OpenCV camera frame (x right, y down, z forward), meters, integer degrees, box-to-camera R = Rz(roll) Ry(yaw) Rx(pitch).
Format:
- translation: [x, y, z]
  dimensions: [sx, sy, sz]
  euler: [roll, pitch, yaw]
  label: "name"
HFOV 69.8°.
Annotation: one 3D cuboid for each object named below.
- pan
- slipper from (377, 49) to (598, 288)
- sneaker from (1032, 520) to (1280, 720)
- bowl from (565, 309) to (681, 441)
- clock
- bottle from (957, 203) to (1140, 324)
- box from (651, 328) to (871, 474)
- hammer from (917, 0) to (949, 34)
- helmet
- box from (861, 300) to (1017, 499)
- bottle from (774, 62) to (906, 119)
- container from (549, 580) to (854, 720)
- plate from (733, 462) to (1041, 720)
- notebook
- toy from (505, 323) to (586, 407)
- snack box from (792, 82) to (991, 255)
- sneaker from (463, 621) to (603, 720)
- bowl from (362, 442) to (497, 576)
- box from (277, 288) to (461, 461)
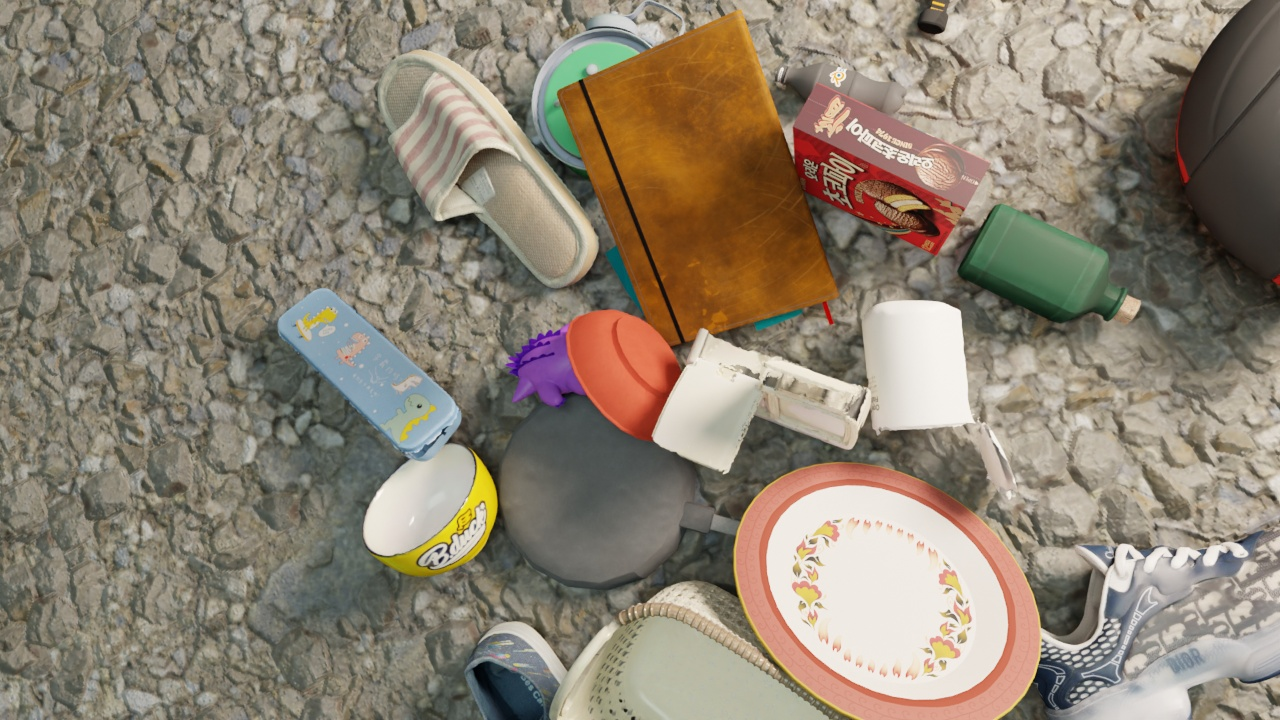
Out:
- translation: [0.042, 0.130, 0.770]
  dimensions: [0.357, 0.041, 0.178]
  euler: [14, 87, 12]
  label: "pan"
- translation: [-0.146, -0.165, 0.812]
  dimensions: [0.263, 0.052, 0.115]
  euler: [46, 128, 8]
  label: "slipper"
- translation: [0.388, 0.177, 0.677]
  dimensions: [0.269, 0.103, 0.132]
  euler: [-40, 72, 8]
  label: "sneaker"
- translation: [-0.004, 0.004, 0.746]
  dimensions: [0.035, 0.121, 0.122]
  euler: [-37, 78, 27]
  label: "bowl"
- translation: [-0.019, -0.237, 0.798]
  dimensions: [0.122, 0.075, 0.161]
  euler: [32, 94, 12]
  label: "clock"
- translation: [0.326, -0.067, 0.724]
  dimensions: [0.131, 0.061, 0.061]
  euler: [29, 93, 12]
  label: "bottle"
- translation: [0.092, 0.038, 0.699]
  dimensions: [0.145, 0.185, 0.095]
  euler: [20, 97, 19]
  label: "box"
- translation: [0.124, -0.371, 0.809]
  dimensions: [0.321, 0.036, 0.123]
  euler: [12, 86, 9]
  label: "hammer"
- translation: [0.483, -0.180, 0.653]
  dimensions: [0.170, 0.164, 0.265]
  euler: [31, 101, 23]
  label: "helmet"
- translation: [0.236, 0.033, 0.724]
  dimensions: [0.112, 0.084, 0.162]
  euler: [-2, 86, 3]
  label: "box"
- translation: [0.169, -0.231, 0.783]
  dimensions: [0.110, 0.036, 0.036]
  euler: [20, 88, 12]
  label: "bottle"
- translation: [0.068, 0.281, 0.688]
  dimensions: [0.246, 0.142, 0.185]
  euler: [33, 105, 11]
  label: "container"
- translation: [0.180, 0.171, 0.682]
  dimensions: [0.229, 0.021, 0.229]
  euler: [6, 43, -6]
  label: "plate"
- translation: [0.042, -0.127, 0.749]
  dimensions: [0.179, 0.014, 0.249]
  euler: [-16, 105, 24]
  label: "notebook"
- translation: [-0.070, 0.000, 0.789]
  dimensions: [0.088, 0.056, 0.105]
  euler: [-19, 39, 28]
  label: "toy"
- translation: [0.187, -0.143, 0.712]
  dimensions: [0.133, 0.152, 0.036]
  euler: [29, 90, 12]
  label: "snack box"
- translation: [-0.065, 0.323, 0.753]
  dimensions: [0.087, 0.079, 0.235]
  euler: [-36, 79, 6]
  label: "sneaker"
- translation: [-0.171, 0.136, 0.787]
  dimensions: [0.117, 0.067, 0.117]
  euler: [-21, 38, 17]
  label: "bowl"
- translation: [-0.245, 0.006, 0.814]
  dimensions: [0.210, 0.049, 0.066]
  euler: [38, 87, 23]
  label: "box"
